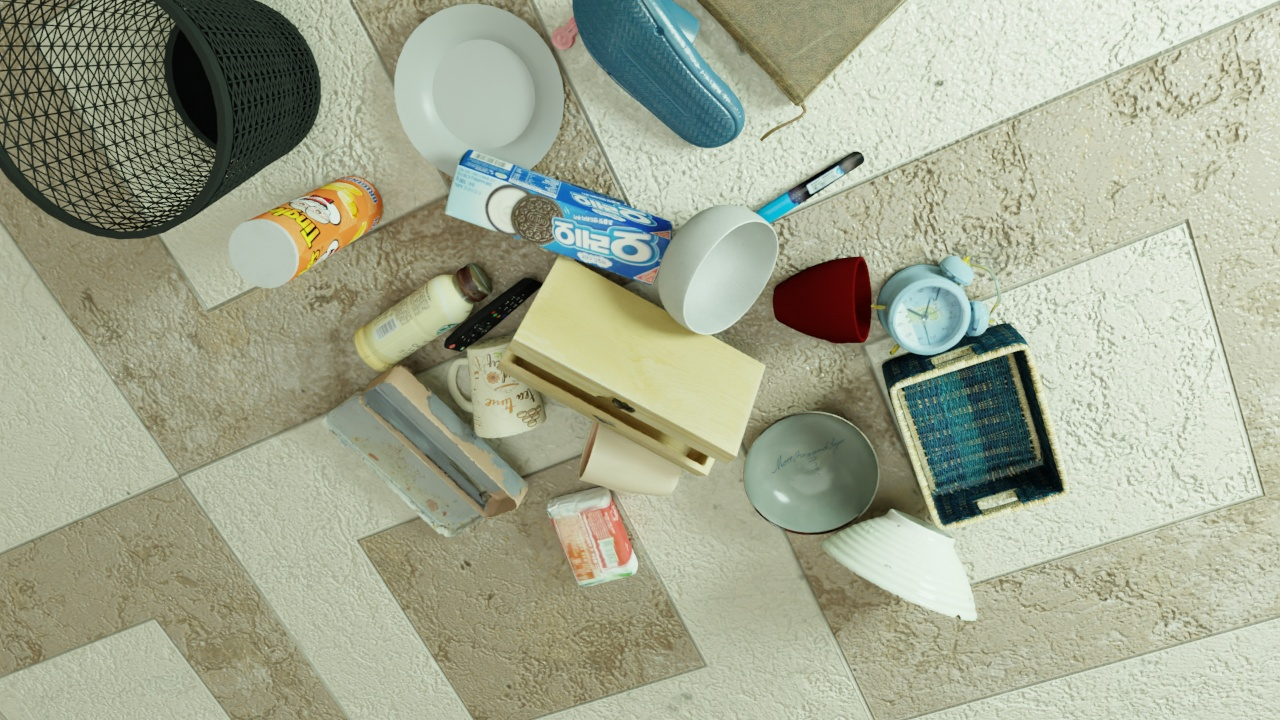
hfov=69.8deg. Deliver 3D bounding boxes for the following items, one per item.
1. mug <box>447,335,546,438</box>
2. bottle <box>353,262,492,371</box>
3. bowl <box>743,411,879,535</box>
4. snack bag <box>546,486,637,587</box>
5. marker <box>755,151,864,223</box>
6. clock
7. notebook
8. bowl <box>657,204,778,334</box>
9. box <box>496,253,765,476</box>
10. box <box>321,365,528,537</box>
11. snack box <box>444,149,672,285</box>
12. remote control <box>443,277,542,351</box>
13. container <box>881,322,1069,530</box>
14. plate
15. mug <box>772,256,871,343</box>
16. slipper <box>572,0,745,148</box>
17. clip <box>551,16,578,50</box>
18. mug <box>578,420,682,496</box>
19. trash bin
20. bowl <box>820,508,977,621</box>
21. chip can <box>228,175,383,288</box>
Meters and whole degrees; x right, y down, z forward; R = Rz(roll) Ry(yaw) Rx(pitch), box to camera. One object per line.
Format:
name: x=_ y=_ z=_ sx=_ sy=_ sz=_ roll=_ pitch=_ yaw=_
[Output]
mug: x=-0.170 y=0.027 z=1.028 sx=0.122 sy=0.080 sz=0.097 roll=-1 pitch=106 yaw=35
bottle: x=-0.236 y=-0.049 z=1.003 sx=0.162 sy=0.056 sz=0.056 roll=-30 pitch=105 yaw=17
bowl: x=0.187 y=0.116 z=1.020 sx=0.151 sy=0.056 sz=0.151 roll=2 pitch=112 yaw=5
snack bag: x=-0.057 y=0.211 z=1.097 sx=0.077 sy=0.036 sz=0.116 roll=-16 pitch=109 yaw=13
marker: x=0.170 y=-0.174 z=0.929 sx=0.123 sy=0.015 sz=0.018 roll=-31 pitch=109 yaw=14
clock: x=0.304 y=-0.056 z=0.940 sx=0.125 sy=0.051 sz=0.089 roll=-22 pitch=106 yaw=13
notebook: x=0.115 y=-0.347 z=0.854 sx=0.215 sy=0.034 sz=0.190 roll=42 pitch=111 yaw=-10
bowl: x=0.070 y=-0.097 z=0.921 sx=0.064 sy=0.131 sz=0.132 roll=40 pitch=117 yaw=32
box: x=-0.004 y=0.002 z=0.944 sx=0.249 sy=0.123 sz=0.140 roll=29 pitch=80 yaw=-7
box: x=-0.251 y=0.113 z=1.060 sx=0.154 sy=0.058 sz=0.216 roll=-27 pitch=116 yaw=37
snack box: x=-0.081 y=-0.146 z=0.932 sx=0.226 sy=0.059 sz=0.060 roll=18 pitch=119 yaw=-9
remote control: x=-0.162 y=-0.051 z=1.005 sx=0.125 sy=0.039 sz=0.010 roll=-37 pitch=72 yaw=13
container: x=0.353 y=0.071 z=0.974 sx=0.145 sy=0.071 sz=0.187 roll=-19 pitch=109 yaw=13
plate: x=-0.161 y=-0.267 z=0.926 sx=0.173 sy=0.019 sz=0.173 roll=2 pitch=112 yaw=6
mug: x=0.188 y=-0.053 z=0.950 sx=0.088 sy=0.086 sz=0.114 roll=-1 pitch=145 yaw=26
slipper: x=0.019 y=-0.289 z=0.870 sx=0.213 sy=0.059 sz=0.104 roll=44 pitch=145 yaw=-25
clip: x=-0.064 y=-0.324 z=0.884 sx=0.022 sy=0.038 sz=0.059 roll=42 pitch=106 yaw=-7
mug: x=-0.013 y=0.116 z=1.038 sx=0.104 sy=0.085 sz=0.112 roll=17 pitch=141 yaw=-7
trash bin: x=-0.422 y=-0.247 z=0.843 sx=0.217 sy=0.242 sz=0.217 roll=2 pitch=112 yaw=6
bowl: x=0.292 y=0.208 z=0.997 sx=0.177 sy=0.177 sz=0.071 roll=23 pitch=93 yaw=-3
chip can: x=-0.319 y=-0.131 z=0.896 sx=0.062 sy=0.210 sz=0.062 roll=2 pitch=112 yaw=5
